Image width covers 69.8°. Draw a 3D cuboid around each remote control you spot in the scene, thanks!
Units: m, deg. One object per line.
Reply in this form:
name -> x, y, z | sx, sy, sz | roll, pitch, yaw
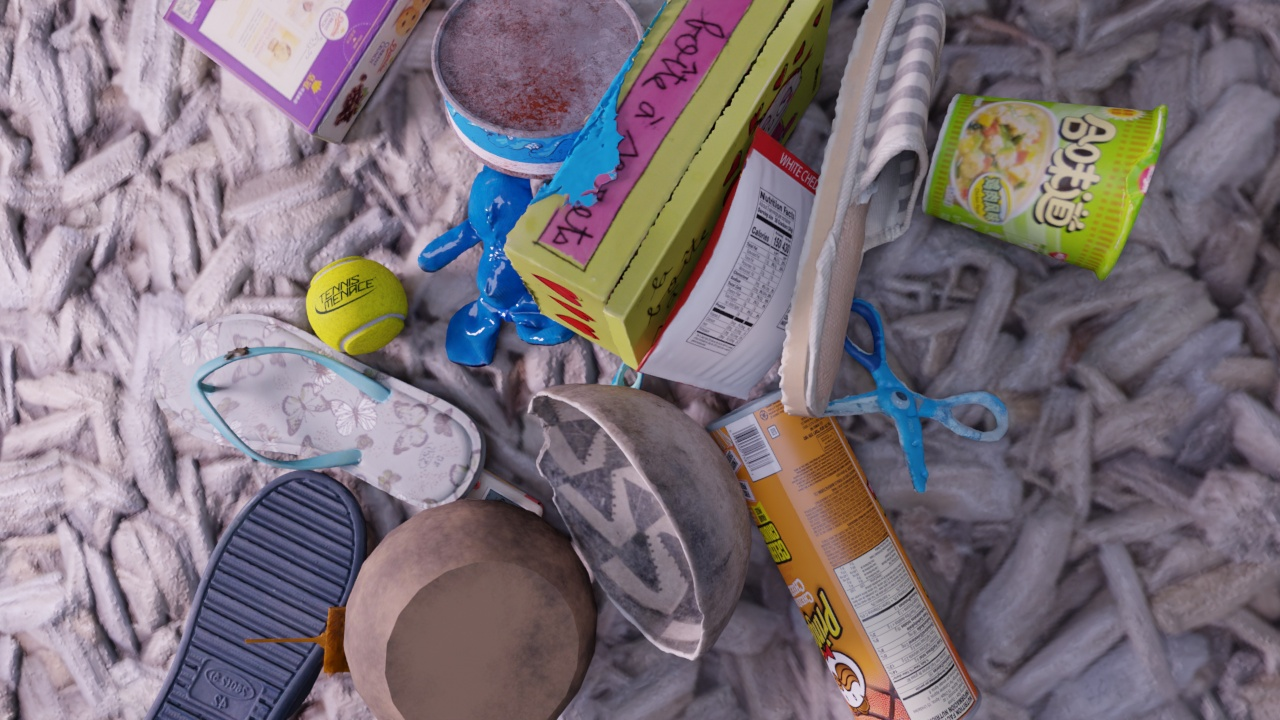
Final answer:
remote control -> -0.125, 0.089, 0.639 | 0.125, 0.018, 0.038 | 29, 98, 9

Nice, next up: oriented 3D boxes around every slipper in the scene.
slipper -> 0.129, -0.097, 0.511 | 0.054, 0.114, 0.272 | 15, 82, 15
slipper -> -0.265, 0.208, 0.637 | 0.101, 0.083, 0.263 | 21, 73, 5
slipper -> -0.232, 0.027, 0.631 | 0.269, 0.054, 0.098 | 15, 83, 15

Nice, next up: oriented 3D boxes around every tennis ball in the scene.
tennis ball -> -0.192, -0.037, 0.623 | 0.065, 0.065, 0.065 | 1, 92, 12

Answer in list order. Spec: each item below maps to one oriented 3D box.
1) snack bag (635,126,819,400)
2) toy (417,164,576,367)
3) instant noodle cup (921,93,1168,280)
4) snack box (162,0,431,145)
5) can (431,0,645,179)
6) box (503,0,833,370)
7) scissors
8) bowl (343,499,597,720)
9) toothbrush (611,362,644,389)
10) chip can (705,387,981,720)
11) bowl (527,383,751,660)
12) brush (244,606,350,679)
snack bag -> 0.068, -0.046, 0.538 | 0.039, 0.130, 0.144 | 33, 100, 34
toy -> -0.080, -0.076, 0.599 | 0.113, 0.071, 0.176 | 11, 95, 22
instant noodle cup -> 0.224, -0.106, 0.522 | 0.108, 0.098, 0.099 | 18, 96, 20
snack box -> -0.233, -0.251, 0.635 | 0.148, 0.040, 0.143 | 38, 99, 8
can -> -0.061, -0.179, 0.571 | 0.130, 0.044, 0.129 | 0, 67, 0
box -> 0.021, -0.112, 0.519 | 0.083, 0.124, 0.220 | 27, 78, 11
scissors -> 0.157, 0.016, 0.553 | 0.134, 0.011, 0.139 | -6, 60, -20
bowl -> -0.102, 0.173, 0.577 | 0.162, 0.070, 0.162 | -1, 94, -16
toothbrush -> -0.004, 0.004, 0.609 | 0.022, 0.017, 0.135 | 23, 97, 7
chip can -> 0.121, 0.120, 0.558 | 0.075, 0.075, 0.215 | -28, 87, 12
bowl -> 0.012, 0.082, 0.552 | 0.081, 0.179, 0.178 | -28, 86, -22
brush -> -0.186, 0.185, 0.602 | 0.126, 0.017, 0.048 | 5, 89, -19
